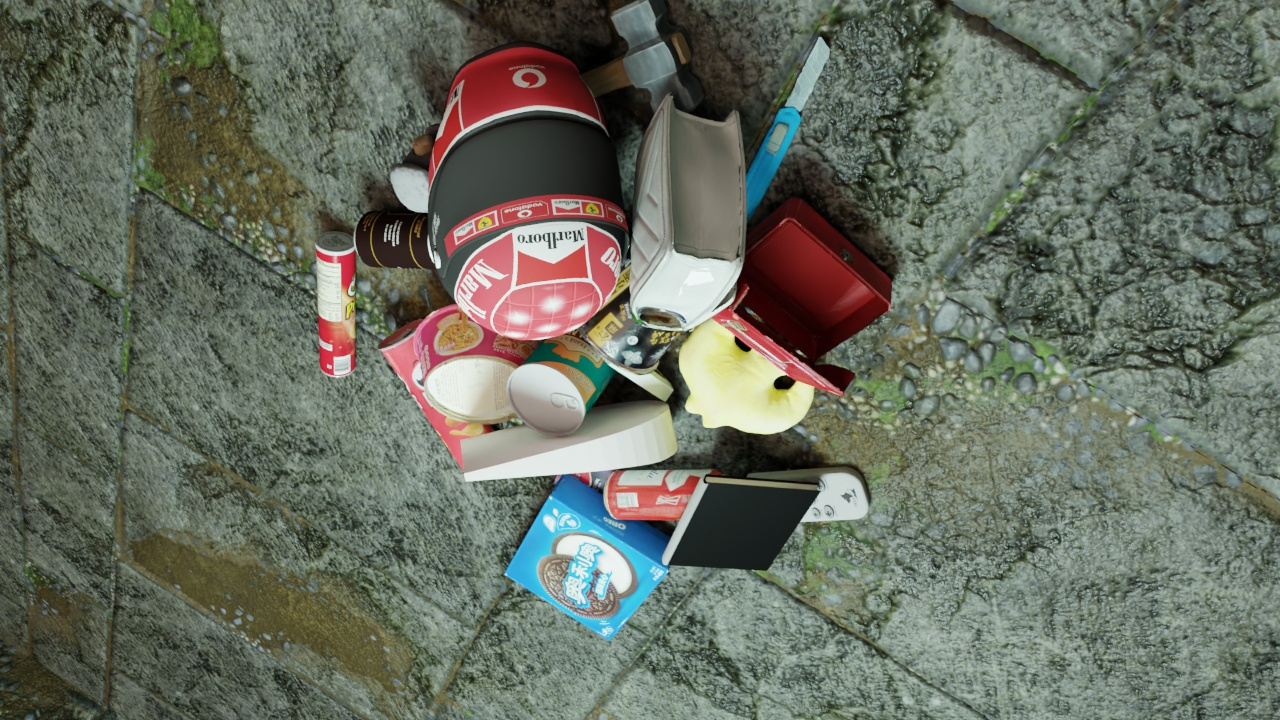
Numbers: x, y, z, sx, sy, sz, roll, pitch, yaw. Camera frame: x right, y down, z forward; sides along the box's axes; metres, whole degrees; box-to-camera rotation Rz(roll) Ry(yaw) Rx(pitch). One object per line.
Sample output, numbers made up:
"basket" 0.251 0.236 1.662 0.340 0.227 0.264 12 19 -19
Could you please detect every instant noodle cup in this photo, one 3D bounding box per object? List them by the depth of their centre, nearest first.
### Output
"instant noodle cup" 0.003 -0.071 1.037 0.137 0.137 0.112 43 119 -6
"instant noodle cup" -0.202 0.013 1.166 0.178 0.077 0.179 -2 140 -2

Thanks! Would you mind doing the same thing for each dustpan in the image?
"dustpan" -0.085 0.109 1.125 0.257 0.191 0.053 -14 99 -10

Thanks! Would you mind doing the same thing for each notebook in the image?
"notebook" 0.123 0.212 1.173 0.149 0.016 0.207 6 139 -11

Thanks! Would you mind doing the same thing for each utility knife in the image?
"utility knife" 0.138 -0.225 0.940 0.031 0.015 0.226 26 127 1

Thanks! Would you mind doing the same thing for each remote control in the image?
"remote control" -0.007 0.007 1.097 0.024 0.143 0.049 -47 54 6
"remote control" 0.212 0.173 1.166 0.151 0.019 0.074 -9 117 29

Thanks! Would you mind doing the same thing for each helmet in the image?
"helmet" -0.111 -0.139 0.919 0.197 0.224 0.272 -8 159 -16

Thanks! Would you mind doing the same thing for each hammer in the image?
"hammer" -0.090 -0.281 0.989 0.324 0.051 0.117 -11 119 33
"hammer" -0.212 -0.126 1.114 0.052 0.097 0.329 9 139 21

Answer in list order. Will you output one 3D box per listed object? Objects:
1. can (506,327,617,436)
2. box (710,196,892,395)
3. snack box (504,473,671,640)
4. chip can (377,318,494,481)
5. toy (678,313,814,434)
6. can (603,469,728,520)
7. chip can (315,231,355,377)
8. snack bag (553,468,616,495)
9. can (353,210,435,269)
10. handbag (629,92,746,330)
"can" -0.085 0.010 1.115 0.099 0.143 0.099 12 125 17
"box" 0.167 -0.071 0.966 0.157 0.156 0.147 36 172 -17
"snack box" -0.076 0.291 1.345 0.195 0.056 0.240 32 134 1
"chip can" -0.271 0.058 1.281 0.073 0.073 0.233 -16 114 32
"toy" 0.116 0.022 1.082 0.170 0.064 0.155 43 123 -6
"can" 0.036 0.179 1.221 0.170 0.067 0.067 -4 119 27
"chip can" -0.422 -0.074 1.275 0.052 0.051 0.215 22 128 10
"snack bag" -0.068 0.140 1.276 0.074 0.018 0.156 28 130 4
"can" -0.289 -0.151 1.149 0.129 0.071 0.072 4 123 22
"handbag" 0.043 -0.142 0.908 0.096 0.198 0.142 8 155 -16
